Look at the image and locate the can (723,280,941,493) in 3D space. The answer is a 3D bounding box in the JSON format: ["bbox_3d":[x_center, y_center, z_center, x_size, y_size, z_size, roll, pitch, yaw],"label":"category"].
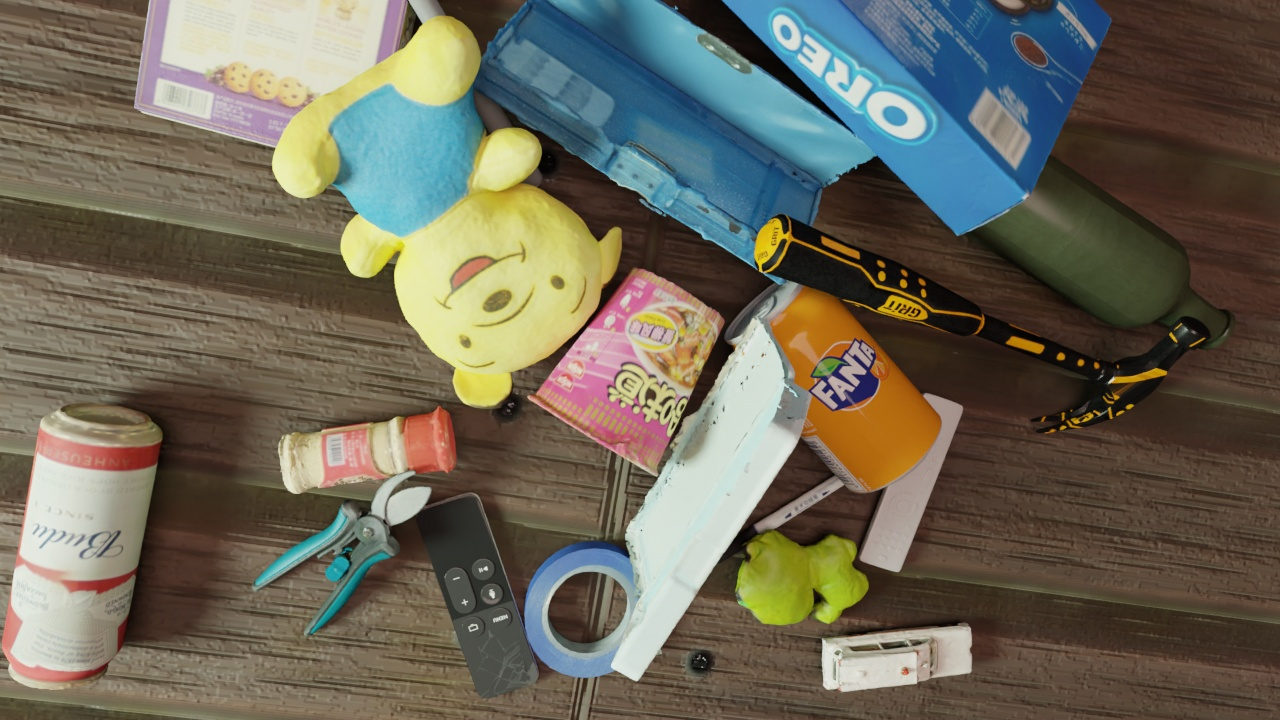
[{"bbox_3d":[0.127,0.015,0.610,0.079,0.079,0.142,-43,100,0],"label":"can"}]

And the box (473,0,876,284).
[{"bbox_3d":[0.026,-0.157,0.553,0.231,0.102,0.094,32,51,-9],"label":"box"}]

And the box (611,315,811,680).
[{"bbox_3d":[0.038,0.083,0.550,0.049,0.136,0.198,23,117,-12],"label":"box"}]

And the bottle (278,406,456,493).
[{"bbox_3d":[-0.177,0.059,0.601,0.109,0.044,0.044,-9,98,-5],"label":"bottle"}]

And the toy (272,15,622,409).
[{"bbox_3d":[-0.105,-0.084,0.551,0.149,0.083,0.214,-28,123,15],"label":"toy"}]

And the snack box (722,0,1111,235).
[{"bbox_3d":[0.162,-0.223,0.548,0.239,0.056,0.195,42,59,-9],"label":"snack box"}]

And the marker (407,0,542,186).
[{"bbox_3d":[-0.100,-0.166,0.566,0.016,0.016,0.140,-32,123,-2],"label":"marker"}]

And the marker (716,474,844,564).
[{"bbox_3d":[0.113,0.104,0.655,0.152,0.011,0.011,-31,100,-2],"label":"marker"}]

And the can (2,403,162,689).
[{"bbox_3d":[-0.350,0.114,0.576,0.067,0.067,0.170,13,96,-8],"label":"can"}]

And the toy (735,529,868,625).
[{"bbox_3d":[0.112,0.155,0.651,0.093,0.036,0.094,-28,109,-7],"label":"toy"}]

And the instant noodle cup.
[{"bbox_3d":[-0.004,0.003,0.592,0.097,0.098,0.108,32,85,-10],"label":"instant noodle cup"}]

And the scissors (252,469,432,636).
[{"bbox_3d":[-0.197,0.130,0.607,0.128,0.019,0.153,5,108,3],"label":"scissors"}]

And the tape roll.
[{"bbox_3d":[-0.036,0.175,0.645,0.091,0.016,0.093,-13,99,-4],"label":"tape roll"}]

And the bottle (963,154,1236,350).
[{"bbox_3d":[0.314,-0.071,0.624,0.207,0.071,0.071,30,93,-9],"label":"bottle"}]

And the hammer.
[{"bbox_3d":[0.210,-0.023,0.586,0.320,0.036,0.124,17,133,-21],"label":"hammer"}]

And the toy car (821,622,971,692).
[{"bbox_3d":[0.189,0.217,0.665,0.113,0.039,0.039,-3,98,-6],"label":"toy car"}]

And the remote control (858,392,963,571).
[{"bbox_3d":[0.194,0.088,0.661,0.033,0.012,0.131,19,95,-11],"label":"remote control"}]

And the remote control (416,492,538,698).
[{"bbox_3d":[-0.113,0.165,0.639,0.045,0.008,0.147,-17,99,-4],"label":"remote control"}]

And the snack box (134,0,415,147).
[{"bbox_3d":[-0.214,-0.203,0.553,0.143,0.040,0.148,14,102,-8],"label":"snack box"}]
